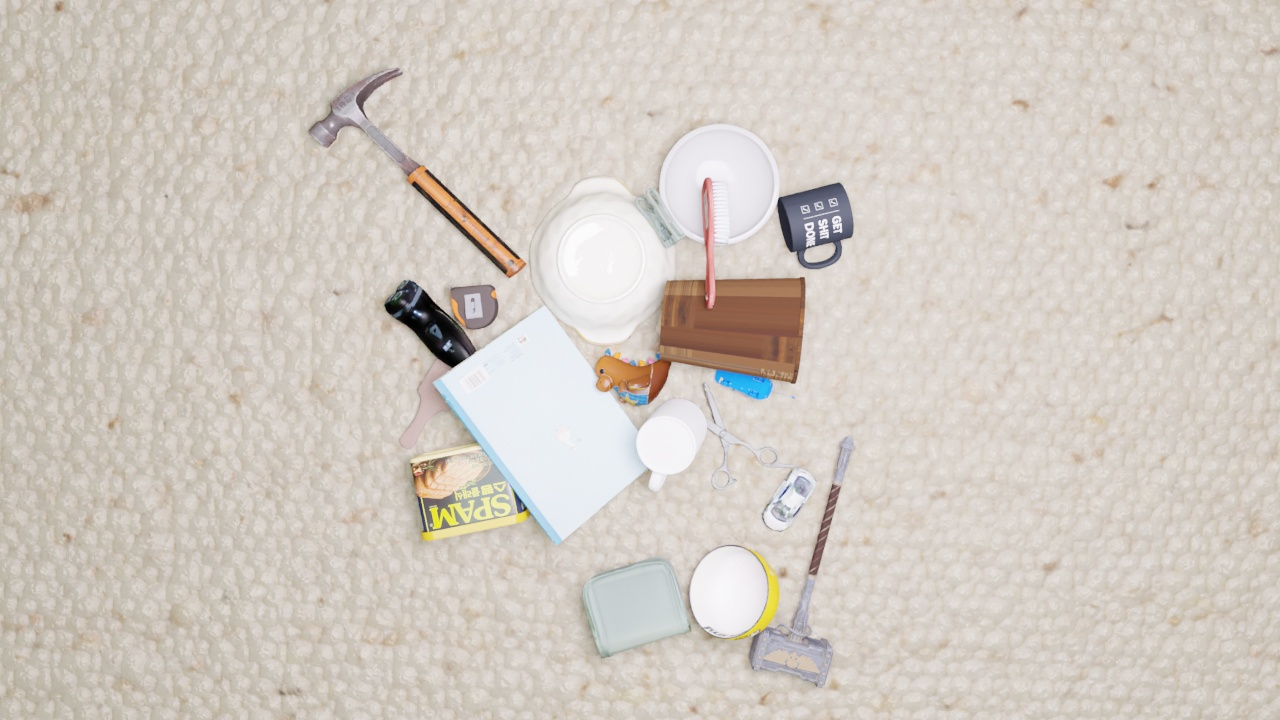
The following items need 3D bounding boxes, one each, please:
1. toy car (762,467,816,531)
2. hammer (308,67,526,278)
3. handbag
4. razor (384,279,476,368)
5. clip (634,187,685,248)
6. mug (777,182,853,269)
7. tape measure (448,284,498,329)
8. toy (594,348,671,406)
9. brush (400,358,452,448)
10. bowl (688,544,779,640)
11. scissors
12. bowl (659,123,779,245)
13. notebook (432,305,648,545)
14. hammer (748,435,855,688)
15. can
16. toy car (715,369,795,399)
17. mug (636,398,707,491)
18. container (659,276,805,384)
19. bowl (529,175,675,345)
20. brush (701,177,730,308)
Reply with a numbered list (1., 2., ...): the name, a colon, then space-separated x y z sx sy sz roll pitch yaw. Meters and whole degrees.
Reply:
1. toy car: 0.193 0.183 1.192 0.038 0.027 0.090 33 93 -3
2. hammer: -0.261 -0.232 1.171 0.314 0.035 0.138 44 93 -3
3. handbag: -0.007 0.316 1.182 0.122 0.067 0.106 -17 84 1
4. razor: -0.264 -0.042 1.162 0.140 0.063 0.053 43 97 9
5. clip: 0.024 -0.177 1.142 0.042 0.023 0.076 -31 95 38
6. mug: 0.222 -0.165 1.157 0.077 0.071 0.105 -14 120 1
7. tape measure: -0.213 -0.069 1.176 0.058 0.038 0.059 -5 93 1
8. toy: -0.007 0.007 1.182 0.090 0.071 0.102 26 70 12
9. brush: -0.273 0.057 1.198 0.050 0.015 0.136 34 99 0
10. bowl: 0.128 0.298 1.170 0.117 0.067 0.117 -16 62 33
11. scissors: 0.124 0.099 1.195 0.158 0.014 0.141 0 97 0
12. bowl: 0.099 -0.220 1.161 0.149 0.043 0.149 0 95 4
13. notebook: -0.115 0.078 1.161 0.180 0.009 0.253 -37 92 -24
14. hammer: 0.229 0.253 1.189 0.098 0.044 0.322 15 92 0
15. can: -0.218 0.162 1.173 0.135 0.075 0.104 -12 90 1
16. toy car: 0.150 0.031 1.193 0.092 0.061 0.033 23 95 29
17. mug: 0.035 0.111 1.154 0.074 0.090 0.111 19 105 9
18. container: 0.113 -0.043 1.136 0.167 0.132 0.132 5 93 6
19. bowl: -0.049 -0.127 1.161 0.188 0.060 0.219 -3 94 1
20. brush: 0.092 -0.141 1.098 0.030 0.041 0.172 2 69 -6
